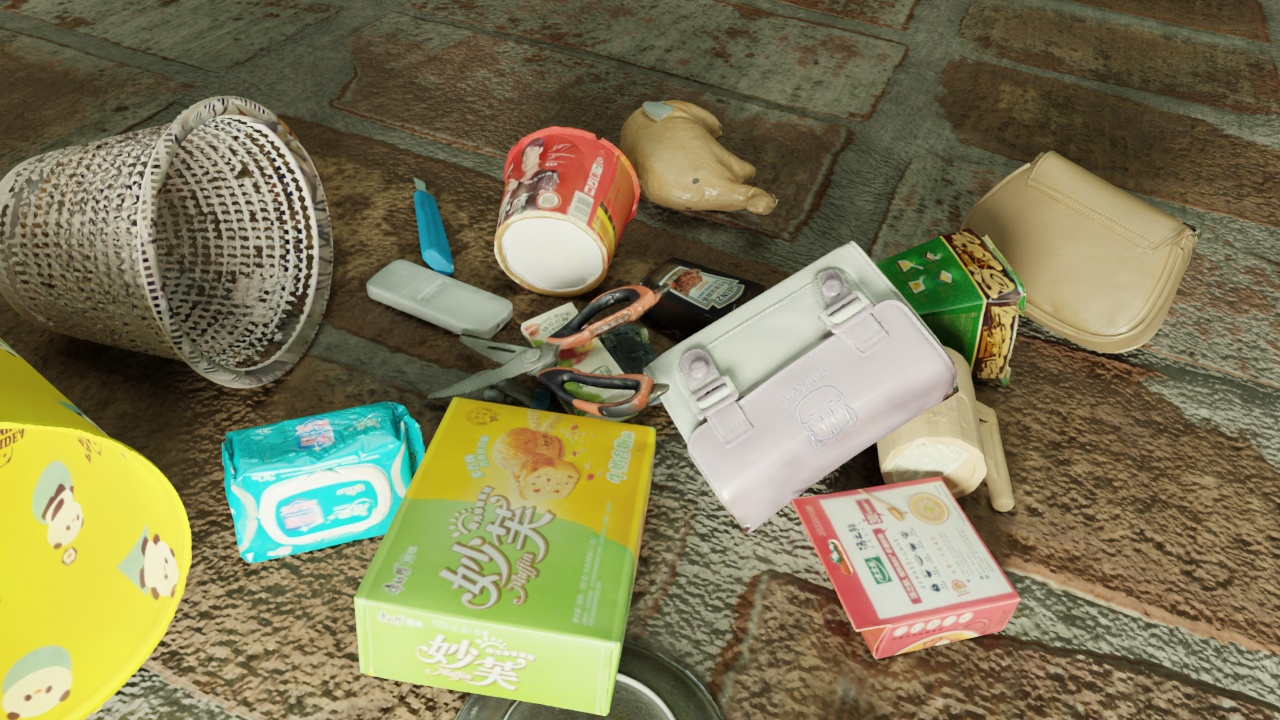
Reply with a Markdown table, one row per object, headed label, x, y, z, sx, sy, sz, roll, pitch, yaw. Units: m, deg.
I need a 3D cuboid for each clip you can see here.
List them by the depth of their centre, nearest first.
| label | x | y | z | sx | sy | sz | roll | pitch | yaw |
| --- | --- | --- | --- | --- | --- | --- | --- | --- | --- |
| clip | -0.104 | 0.030 | 0.773 | 0.056 | 0.026 | 0.024 | 17 | 44 | -7 |

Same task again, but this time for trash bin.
| label | x | y | z | sx | sy | sz | roll | pitch | yaw |
| --- | --- | --- | --- | --- | --- | --- | --- | --- | --- |
| trash bin | -0.434 | 0.079 | 0.533 | 0.255 | 0.230 | 0.229 | 31 | 47 | 32 |
| trash bin | -0.395 | -0.094 | 0.747 | 0.192 | 0.228 | 0.226 | 2 | 40 | 14 |

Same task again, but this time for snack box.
| label | x | y | z | sx | sy | sz | roll | pitch | yaw |
| --- | --- | --- | --- | --- | --- | --- | --- | --- | --- |
| snack box | -0.079 | 0.119 | 0.616 | 0.158 | 0.070 | 0.209 | 9 | 33 | 2 |
| snack box | 0.181 | 0.146 | 0.655 | 0.127 | 0.044 | 0.113 | -6 | 44 | -15 |
| snack box | 0.269 | -0.042 | 0.837 | 0.105 | 0.118 | 0.117 | -12 | 43 | -2 |

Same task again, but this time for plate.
| label | x | y | z | sx | sy | sz | roll | pitch | yaw |
| --- | --- | --- | --- | --- | --- | --- | --- | --- | --- |
| plate | -0.029 | 0.238 | 0.544 | 0.179 | 0.024 | 0.179 | 3 | 42 | -3 |

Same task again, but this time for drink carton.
| label | x | y | z | sx | sy | sz | roll | pitch | yaw |
| --- | --- | --- | --- | --- | --- | --- | --- | --- | --- |
| drink carton | -0.053 | 0.008 | 0.778 | 0.053 | 0.046 | 0.122 | -24 | 48 | -16 |

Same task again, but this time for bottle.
| label | x | y | z | sx | sy | sz | roll | pitch | yaw |
| --- | --- | --- | --- | --- | --- | --- | --- | --- | --- |
| bottle | 0.092 | -0.042 | 0.831 | 0.195 | 0.044 | 0.079 | 21 | 44 | 30 |

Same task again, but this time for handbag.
| label | x | y | z | sx | sy | sz | roll | pitch | yaw |
| --- | --- | --- | --- | --- | --- | --- | --- | --- | --- |
| handbag | 0.120 | 0.017 | 0.703 | 0.197 | 0.098 | 0.145 | -33 | 57 | 1 |
| handbag | 0.424 | -0.104 | 0.897 | 0.204 | 0.148 | 0.099 | 44 | 17 | 32 |

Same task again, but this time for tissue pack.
| label | x | y | z | sx | sy | sz | roll | pitch | yaw |
| --- | --- | --- | --- | --- | --- | --- | --- | --- | --- |
| tissue pack | -0.216 | 0.085 | 0.639 | 0.133 | 0.093 | 0.050 | -12 | 41 | -18 |

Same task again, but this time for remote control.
| label | x | y | z | sx | sy | sz | roll | pitch | yaw |
| --- | --- | --- | --- | --- | --- | --- | --- | --- | --- |
| remote control | -0.187 | -0.056 | 0.853 | 0.136 | 0.020 | 0.055 | 21 | 44 | 17 |

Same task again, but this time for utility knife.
| label | x | y | z | sx | sy | sz | roll | pitch | yaw |
| --- | --- | --- | --- | --- | --- | --- | --- | --- | --- |
| utility knife | -0.217 | -0.145 | 0.942 | 0.034 | 0.018 | 0.187 | 36 | 19 | -37 |

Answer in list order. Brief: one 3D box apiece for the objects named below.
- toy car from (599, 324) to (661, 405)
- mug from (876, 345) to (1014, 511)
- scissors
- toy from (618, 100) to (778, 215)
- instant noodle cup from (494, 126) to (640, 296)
| label | x | y | z | sx | sy | sz | roll | pitch | yaw |
| --- | --- | --- | --- | --- | --- | --- | --- | --- | --- |
| toy car | -0.005 | 0.005 | 0.798 | 0.042 | 0.034 | 0.090 | -13 | 47 | -24 |
| mug | 0.247 | 0.060 | 0.745 | 0.124 | 0.084 | 0.103 | 28 | 41 | -16 |
| scissors | -0.067 | -0.001 | 0.737 | 0.226 | 0.015 | 0.189 | -29 | 41 | -3 |
| toy | 0.058 | -0.209 | 1.009 | 0.143 | 0.083 | 0.226 | -19 | 50 | -14 |
| instant noodle cup | -0.076 | -0.136 | 0.877 | 0.138 | 0.138 | 0.108 | 9 | 50 | 3 |
